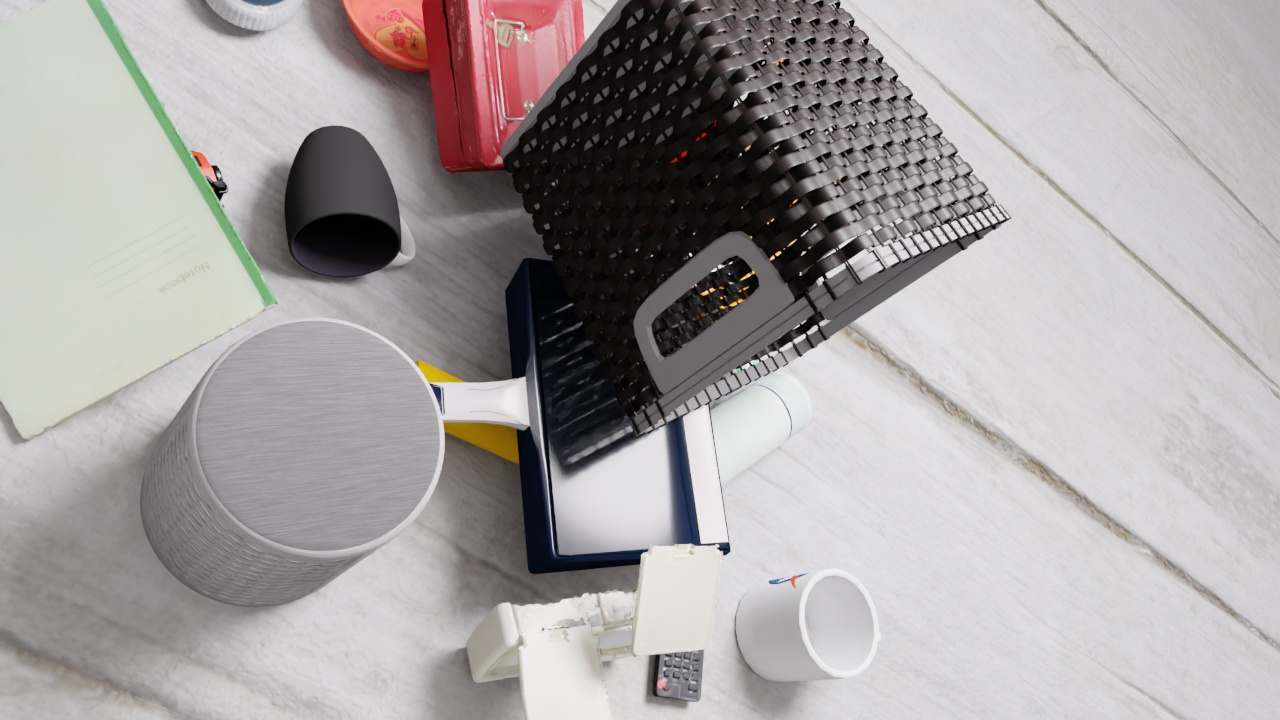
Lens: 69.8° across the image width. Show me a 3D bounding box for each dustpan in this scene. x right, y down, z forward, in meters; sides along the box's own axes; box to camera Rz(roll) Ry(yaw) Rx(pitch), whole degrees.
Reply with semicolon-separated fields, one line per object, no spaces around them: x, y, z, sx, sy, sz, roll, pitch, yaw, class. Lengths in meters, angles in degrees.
-0.054;0.038;0.708;0.272;0.080;0.236;-1;72;-20;dustpan

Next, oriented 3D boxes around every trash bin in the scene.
-0.223;0.068;0.586;0.156;0.184;0.156;13;65;-29;trash bin

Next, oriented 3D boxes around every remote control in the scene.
0.035;0.217;0.801;0.047;0.022;0.150;19;64;-27;remote control

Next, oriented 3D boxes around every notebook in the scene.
-0.381;-0.101;0.601;0.182;0.010;0.252;-30;89;-7;notebook

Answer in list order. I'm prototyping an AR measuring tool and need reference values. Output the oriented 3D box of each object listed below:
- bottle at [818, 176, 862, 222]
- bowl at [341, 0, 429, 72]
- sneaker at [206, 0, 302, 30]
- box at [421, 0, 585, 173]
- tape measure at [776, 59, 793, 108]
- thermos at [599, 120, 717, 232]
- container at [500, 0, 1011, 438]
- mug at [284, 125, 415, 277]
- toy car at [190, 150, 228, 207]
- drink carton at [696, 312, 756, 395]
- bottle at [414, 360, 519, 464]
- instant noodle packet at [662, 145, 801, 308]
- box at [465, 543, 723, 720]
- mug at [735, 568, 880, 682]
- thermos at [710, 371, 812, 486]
0.245;-0.203;1.079;0.056;0.056;0.105;37;56;-16;bottle
-0.212;-0.309;0.826;0.130;0.045;0.130;12;66;-29;bowl
-0.315;-0.388;0.763;0.089;0.088;0.235;4;69;-32;sneaker
-0.116;-0.247;0.806;0.128;0.087;0.158;-14;106;-45;box
0.178;-0.339;1.102;0.058;0.038;0.058;30;72;-20;tape measure
0.027;-0.206;0.916;0.108;0.084;0.198;27;60;-2;thermos
0.076;-0.128;0.703;0.244;0.248;0.243;-22;78;-47;container
-0.226;-0.124;0.733;0.118;0.085;0.100;32;37;-55;mug
-0.351;-0.119;0.658;0.100;0.051;0.049;-18;85;-37;toy car
0.057;-0.021;0.895;0.129;0.039;0.044;44;54;-11;drink carton
-0.125;0.049;0.746;0.143;0.043;0.043;28;59;-22;bottle
0.109;-0.146;0.982;0.159;0.032;0.220;24;60;-21;instant noodle packet
-0.025;0.212;0.643;0.143;0.188;0.105;-1;57;-28;box
0.161;0.243;0.828;0.121;0.090;0.091;20;62;-26;mug
0.067;0.082;0.845;0.229;0.068;0.068;-28;88;-37;thermos
